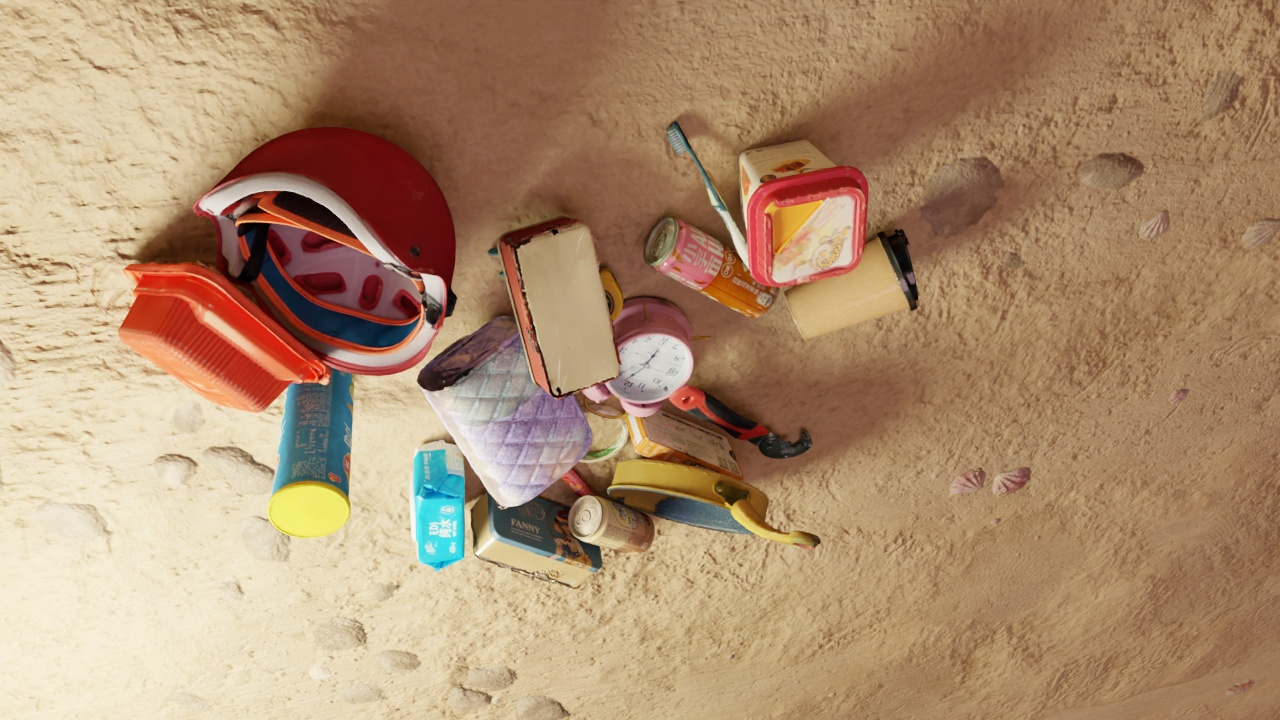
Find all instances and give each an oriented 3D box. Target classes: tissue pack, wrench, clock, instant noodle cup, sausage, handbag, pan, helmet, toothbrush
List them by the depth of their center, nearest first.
[{"bbox_3d":[-0.255,-0.106,0.817,0.207,0.143,0.240,13,146,5],"label":"helmet"},{"bbox_3d":[-0.389,-0.016,0.838,0.189,0.079,0.164,4,147,43],"label":"instant noodle cup"},{"bbox_3d":[0.149,-0.150,0.898,0.116,0.124,0.116,-12,130,-5],"label":"instant noodle cup"},{"bbox_3d":[0.076,-0.154,0.919,0.018,0.016,0.191,-25,115,19],"label":"toothbrush"},{"bbox_3d":[-0.143,0.056,1.002,0.134,0.076,0.194,-39,128,-20],"label":"handbag"},{"bbox_3d":[-0.006,0.006,1.028,0.117,0.059,0.159,23,122,-29],"label":"clock"},{"bbox_3d":[0.092,0.171,1.041,0.197,0.078,0.358,21,162,-23],"label":"pan"},{"bbox_3d":[-0.240,0.171,1.083,0.063,0.090,0.140,-1,129,-13],"label":"tissue pack"},{"bbox_3d":[0.123,0.078,1.113,0.056,0.016,0.273,-39,140,24],"label":"wrench"},{"bbox_3d":[-0.095,0.135,1.138,0.020,0.020,0.156,-27,130,8],"label":"sausage"}]

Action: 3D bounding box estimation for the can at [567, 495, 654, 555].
[{"bbox_3d":[-0.035,0.212,1.174,0.059,0.058,0.116,-40,141,18],"label":"can"}]

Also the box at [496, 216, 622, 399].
[{"bbox_3d":[-0.074,-0.052,0.910,0.091,0.076,0.168,-20,112,-19],"label":"box"}]

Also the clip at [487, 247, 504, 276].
[{"bbox_3d":[-0.125,-0.108,0.935,0.054,0.013,0.033,-20,131,5],"label":"clip"}]

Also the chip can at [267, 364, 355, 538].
[{"bbox_3d":[-0.319,0.073,0.903,0.071,0.210,0.071,-7,130,-9],"label":"chip can"}]

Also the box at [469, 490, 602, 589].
[{"bbox_3d":[-0.136,0.220,1.151,0.184,0.089,0.060,27,122,-35],"label":"box"}]

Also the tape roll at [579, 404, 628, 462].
[{"bbox_3d":[-0.058,0.089,1.113,0.085,0.014,0.086,-7,130,-9],"label":"tape roll"}]

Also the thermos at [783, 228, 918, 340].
[{"bbox_3d":[0.235,-0.078,1.008,0.143,0.093,0.093,-23,131,16],"label":"thermos"}]

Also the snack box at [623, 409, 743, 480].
[{"bbox_3d":[0.053,0.102,1.111,0.153,0.075,0.026,24,118,-30],"label":"snack box"}]

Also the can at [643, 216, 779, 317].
[{"bbox_3d":[0.077,-0.097,0.966,0.147,0.057,0.058,23,119,-29],"label":"can"}]

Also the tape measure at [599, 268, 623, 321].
[{"bbox_3d":[-0.047,-0.065,0.976,0.060,0.028,0.057,-27,108,10],"label":"tape measure"}]
